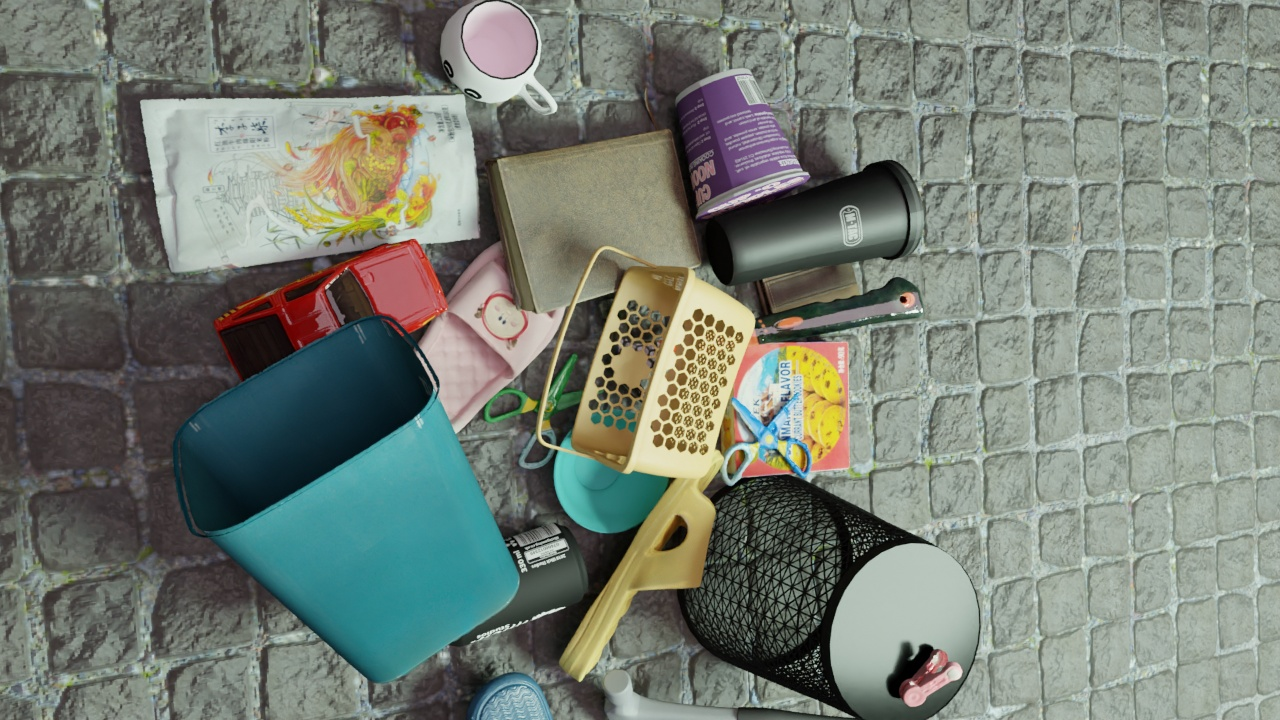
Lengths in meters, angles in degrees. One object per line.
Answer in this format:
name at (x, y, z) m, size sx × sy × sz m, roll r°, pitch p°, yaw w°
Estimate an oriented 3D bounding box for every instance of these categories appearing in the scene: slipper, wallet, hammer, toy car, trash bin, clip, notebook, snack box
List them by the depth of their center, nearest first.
trash bin at (-0.222, 0.119, 0.746) m, size 0.199 × 0.196 × 0.219 m, roll -32°, pitch 126°, yaw -14°
clip at (0.248, 0.270, 0.792) m, size 0.059 × 0.049 × 0.023 m, roll -33°, pitch 105°, yaw 25°
toy car at (-0.268, -0.039, 0.804) m, size 0.189 × 0.056 × 0.081 m, roll -25°, pitch 102°, yaw -10°
slipper at (-0.149, -0.017, 0.864) m, size 0.107 × 0.056 × 0.221 m, roll 42°, pitch 76°, yaw -20°
notebook at (-0.043, -0.159, 0.888) m, size 0.214 × 0.035 × 0.190 m, roll -18°, pitch 100°, yaw -36°
slipper at (-0.119, 0.393, 0.890) m, size 0.103 × 0.059 × 0.214 m, roll -17°, pitch 110°, yaw -31°
hammer at (0.119, 0.356, 0.903) m, size 0.311 × 0.029 × 0.125 m, roll 2°, pitch 136°, yaw 9°
trash bin at (0.185, 0.235, 0.907) m, size 0.216 × 0.243 × 0.217 m, roll -1°, pitch 92°, yaw -22°
slipper at (0.020, 0.210, 0.911) m, size 0.078 × 0.099 × 0.263 m, roll 34°, pitch 83°, yaw 9°
hammer at (0.131, -0.032, 0.943) m, size 0.333 × 0.033 × 0.133 m, roll -13°, pitch 90°, yaw -6°
snack box at (0.157, 0.051, 0.999) m, size 0.144 × 0.040 × 0.142 m, roll -2°, pitch 92°, yaw -21°
wallet at (0.186, -0.085, 1.016) m, size 0.121 × 0.027 × 0.098 m, roll -17°, pitch 93°, yaw -20°

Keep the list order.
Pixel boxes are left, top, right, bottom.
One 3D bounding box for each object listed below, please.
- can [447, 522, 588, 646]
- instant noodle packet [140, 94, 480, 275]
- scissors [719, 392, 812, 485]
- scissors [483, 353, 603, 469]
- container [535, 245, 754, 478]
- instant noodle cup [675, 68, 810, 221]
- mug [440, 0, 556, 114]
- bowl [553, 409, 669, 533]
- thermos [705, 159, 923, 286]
can at (-0.129, 0.211, 0.866) m, size 0.145 × 0.080 × 0.080 m, roll -16°, pitch 98°, yaw -21°
instant noodle packet at (-0.281, -0.162, 0.808) m, size 0.268 × 0.057 × 0.147 m, roll -8°, pitch 97°, yaw -18°
scissors at (0.131, 0.085, 0.963) m, size 0.129 × 0.013 × 0.125 m, roll -46°, pitch 107°, yaw -16°
scissors at (-0.090, 0.054, 0.914) m, size 0.129 × 0.012 × 0.117 m, roll -15°, pitch 98°, yaw -20°
container at (-0.005, 0.005, 0.831) m, size 0.167 × 0.129 × 0.183 m, roll 19°, pitch 88°, yaw -31°
instant noodle cup at (0.096, -0.222, 0.939) m, size 0.136 × 0.122 × 0.122 m, roll -18°, pitch 88°, yaw -65°
mug at (-0.127, -0.274, 0.853) m, size 0.124 × 0.076 × 0.090 m, roll 43°, pitch 76°, yaw -18°
bowl at (-0.035, 0.108, 0.919) m, size 0.121 × 0.046 × 0.121 m, roll -1°, pitch 92°, yaw -22°
thermos at (0.182, -0.138, 0.959) m, size 0.218 × 0.106 × 0.106 m, roll -15°, pitch 97°, yaw -14°
